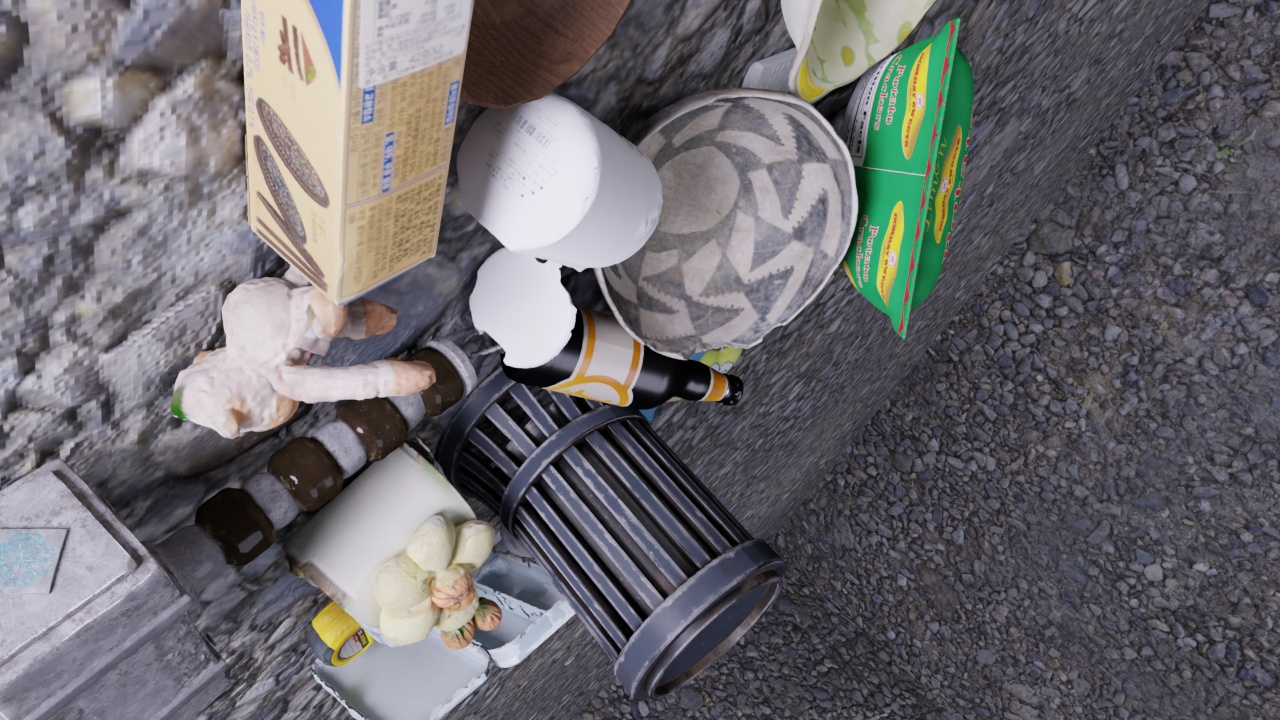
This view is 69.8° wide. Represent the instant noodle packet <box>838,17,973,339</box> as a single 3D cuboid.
[{"bbox_3d":[0.191,-0.139,0.687,0.252,0.090,0.196,-68,164,-74],"label":"instant noodle packet"}]

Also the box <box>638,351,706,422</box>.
[{"bbox_3d":[-0.009,0.013,0.833,0.232,0.052,0.093,-52,145,15],"label":"box"}]

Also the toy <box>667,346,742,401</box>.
[{"bbox_3d":[0.046,0.011,0.913,0.091,0.046,0.115,-14,161,-49],"label":"toy"}]

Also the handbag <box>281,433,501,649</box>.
[{"bbox_3d":[-0.154,0.144,0.636,0.112,0.123,0.172,-46,157,-21],"label":"handbag"}]

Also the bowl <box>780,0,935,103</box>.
[{"bbox_3d":[0.143,-0.259,0.543,0.219,0.060,0.188,-51,161,12],"label":"bowl"}]

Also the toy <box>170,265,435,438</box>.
[{"bbox_3d":[-0.156,0.003,0.409,0.106,0.085,0.074,-33,138,-10],"label":"toy"}]

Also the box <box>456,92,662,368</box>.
[{"bbox_3d":[-0.060,-0.062,0.481,0.150,0.080,0.106,-55,161,13],"label":"box"}]

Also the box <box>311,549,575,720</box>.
[{"bbox_3d":[-0.162,0.225,0.754,0.188,0.037,0.209,-39,-159,-32],"label":"box"}]

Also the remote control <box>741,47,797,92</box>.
[{"bbox_3d":[0.117,-0.213,0.658,0.130,0.012,0.033,-32,155,-38],"label":"remote control"}]

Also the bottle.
[{"bbox_3d":[-0.004,0.004,0.637,0.181,0.059,0.059,15,123,-32],"label":"bottle"}]

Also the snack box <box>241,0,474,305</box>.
[{"bbox_3d":[-0.099,-0.114,0.319,0.056,0.057,0.207,-36,159,-39],"label":"snack box"}]

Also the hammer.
[{"bbox_3d":[-0.187,0.066,0.490,0.325,0.079,0.177,-41,162,-33],"label":"hammer"}]

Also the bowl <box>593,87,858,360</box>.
[{"bbox_3d":[0.044,-0.097,0.595,0.178,0.081,0.179,-12,126,-17],"label":"bowl"}]

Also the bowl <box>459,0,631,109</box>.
[{"bbox_3d":[-0.046,-0.161,0.375,0.117,0.030,0.118,-41,161,-17],"label":"bowl"}]

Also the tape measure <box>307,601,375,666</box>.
[{"bbox_3d":[-0.236,0.212,0.737,0.064,0.037,0.066,-41,159,-19],"label":"tape measure"}]

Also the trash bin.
[{"bbox_3d":[-0.018,0.117,0.676,0.164,0.227,0.164,-33,152,-21],"label":"trash bin"}]

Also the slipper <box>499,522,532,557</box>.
[{"bbox_3d":[-0.053,0.147,0.954,0.246,0.075,0.112,-20,118,-58],"label":"slipper"}]
